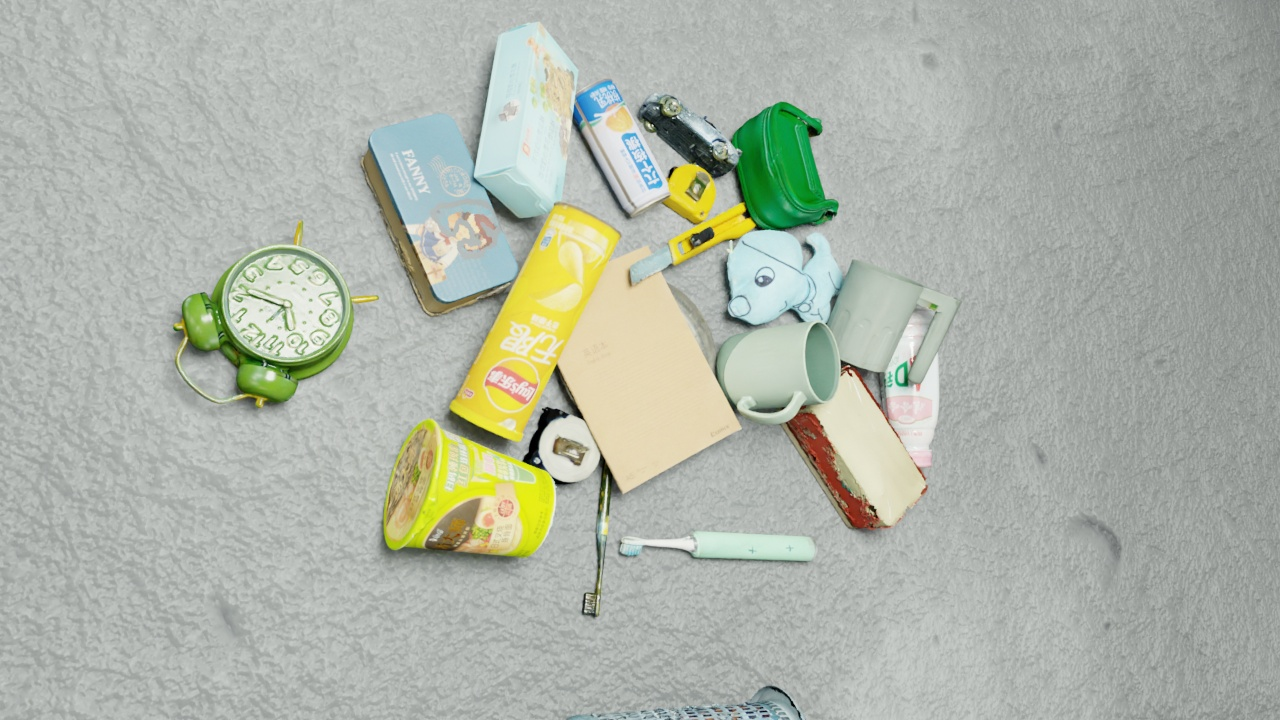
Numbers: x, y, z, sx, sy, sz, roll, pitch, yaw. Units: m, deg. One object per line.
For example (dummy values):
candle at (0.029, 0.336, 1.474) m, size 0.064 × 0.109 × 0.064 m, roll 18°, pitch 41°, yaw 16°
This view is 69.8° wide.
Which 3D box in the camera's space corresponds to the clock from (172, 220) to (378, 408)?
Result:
clock at (-0.310, -0.031, 0.768) m, size 0.116 × 0.056 × 0.160 m, roll 46°, pitch 65°, yaw -10°

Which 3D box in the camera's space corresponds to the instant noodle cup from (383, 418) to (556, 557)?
instant noodle cup at (-0.143, 0.120, 0.796) m, size 0.123 × 0.112 × 0.111 m, roll 20°, pitch 72°, yaw -29°

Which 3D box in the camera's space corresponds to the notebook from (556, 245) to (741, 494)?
notebook at (-0.005, 0.005, 0.903) m, size 0.149 × 0.012 × 0.211 m, roll -26°, pitch 87°, yaw -29°

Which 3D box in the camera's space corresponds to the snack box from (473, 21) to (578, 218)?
snack box at (-0.106, -0.229, 0.875) m, size 0.074 × 0.052 × 0.174 m, roll 41°, pitch 47°, yaw -53°

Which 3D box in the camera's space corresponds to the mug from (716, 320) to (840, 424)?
mug at (0.134, 0.018, 0.931) m, size 0.082 × 0.107 × 0.111 m, roll 51°, pitch 46°, yaw -37°

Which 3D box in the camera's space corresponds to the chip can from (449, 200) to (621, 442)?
chip can at (-0.095, -0.035, 0.832) m, size 0.072 × 0.072 × 0.213 m, roll 27°, pitch 86°, yaw -19°

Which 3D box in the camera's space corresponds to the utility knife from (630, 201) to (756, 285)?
utility knife at (0.061, -0.125, 0.966) m, size 0.214 × 0.015 × 0.033 m, roll -32°, pitch 90°, yaw -38°

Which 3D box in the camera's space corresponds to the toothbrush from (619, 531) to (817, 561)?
toothbrush at (0.083, 0.188, 0.931) m, size 0.224 × 0.026 × 0.027 m, roll 8°, pitch 99°, yaw -24°

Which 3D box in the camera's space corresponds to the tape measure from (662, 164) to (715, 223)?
tape measure at (0.054, -0.183, 0.988) m, size 0.060 × 0.029 × 0.057 m, roll 32°, pitch 67°, yaw -17°

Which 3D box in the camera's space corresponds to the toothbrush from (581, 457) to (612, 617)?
toothbrush at (-0.039, 0.152, 0.888) m, size 0.017 × 0.012 × 0.185 m, roll 8°, pitch 77°, yaw -13°

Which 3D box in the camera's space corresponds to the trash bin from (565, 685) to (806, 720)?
trash bin at (0.022, 0.386, 0.776) m, size 0.195 × 0.227 × 0.226 m, roll 9°, pitch 76°, yaw -11°

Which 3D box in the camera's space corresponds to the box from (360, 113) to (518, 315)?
box at (-0.188, -0.139, 0.845) m, size 0.089 × 0.061 × 0.184 m, roll -26°, pitch 94°, yaw -28°

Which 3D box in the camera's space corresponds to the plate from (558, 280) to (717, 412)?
plate at (-0.003, -0.001, 0.927) m, size 0.179 × 0.024 × 0.179 m, roll 7°, pitch 73°, yaw -24°

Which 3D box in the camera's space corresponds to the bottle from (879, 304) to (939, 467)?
bottle at (0.308, 0.024, 1.050) m, size 0.068 × 0.068 × 0.197 m, roll 2°, pitch 82°, yaw -25°

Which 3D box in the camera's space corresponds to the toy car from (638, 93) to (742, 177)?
toy car at (0.053, -0.243, 0.985) m, size 0.120 × 0.054 × 0.036 m, roll 34°, pitch 70°, yaw -15°

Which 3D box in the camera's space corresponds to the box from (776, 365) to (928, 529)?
box at (0.233, 0.096, 0.993) m, size 0.091 × 0.077 × 0.168 m, roll -37°, pitch 96°, yaw -27°

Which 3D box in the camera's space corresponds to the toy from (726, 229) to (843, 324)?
toy at (0.155, -0.093, 1.008) m, size 0.156 × 0.050 × 0.161 m, roll 40°, pitch 64°, yaw -19°

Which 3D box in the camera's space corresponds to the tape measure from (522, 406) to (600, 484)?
tape measure at (-0.072, 0.085, 0.873) m, size 0.066 × 0.034 × 0.065 m, roll 24°, pitch 72°, yaw -19°

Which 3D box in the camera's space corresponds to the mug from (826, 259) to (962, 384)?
mug at (0.269, -0.041, 1.001) m, size 0.124 × 0.083 × 0.103 m, roll 25°, pitch 105°, yaw 14°

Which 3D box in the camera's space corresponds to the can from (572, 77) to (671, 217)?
can at (-0.021, -0.218, 0.944) m, size 0.053 × 0.053 × 0.134 m, roll -30°, pitch 94°, yaw -27°

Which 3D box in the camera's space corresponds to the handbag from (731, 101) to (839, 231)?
handbag at (0.168, -0.215, 1.022) m, size 0.120 × 0.068 × 0.131 m, roll -8°, pitch 81°, yaw -40°
